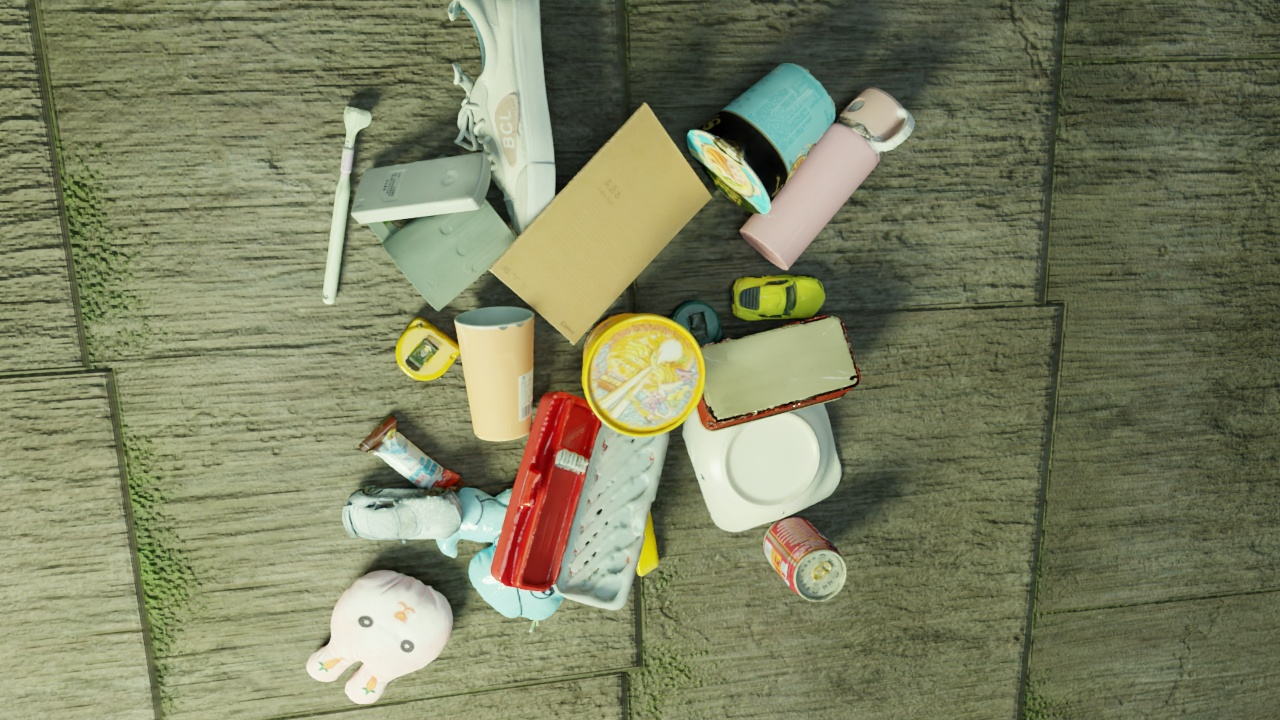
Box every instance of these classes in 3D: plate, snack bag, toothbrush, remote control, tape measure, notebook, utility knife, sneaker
[{"bbox_3d":[0.141,0.105,1.012,0.164,0.034,0.164,-21,104,-7],"label":"plate"},{"bbox_3d":[-0.234,0.106,0.940,0.048,0.026,0.104,-45,106,-8],"label":"snack bag"},{"bbox_3d":[-0.286,-0.146,0.881,0.029,0.020,0.190,15,101,14],"label":"toothbrush"},{"bbox_3d":[-0.203,-0.159,0.849,0.135,0.019,0.056,-4,61,20],"label":"remote control"},{"bbox_3d":[0.056,-0.036,0.969,0.058,0.025,0.054,-20,106,-8],"label":"tape measure"},{"bbox_3d":[-0.034,-0.127,0.897,0.211,0.012,0.149,-47,141,0],"label":"notebook"},{"bbox_3d":[-0.215,-0.008,0.918,0.060,0.029,0.057,38,93,-16],"label":"tape measure"},{"bbox_3d":[-0.006,0.165,1.004,0.033,0.015,0.154,-10,104,-3],"label":"utility knife"},{"bbox_3d":[-0.131,-0.223,0.860,0.090,0.089,0.242,-6,102,-8],"label":"sneaker"}]

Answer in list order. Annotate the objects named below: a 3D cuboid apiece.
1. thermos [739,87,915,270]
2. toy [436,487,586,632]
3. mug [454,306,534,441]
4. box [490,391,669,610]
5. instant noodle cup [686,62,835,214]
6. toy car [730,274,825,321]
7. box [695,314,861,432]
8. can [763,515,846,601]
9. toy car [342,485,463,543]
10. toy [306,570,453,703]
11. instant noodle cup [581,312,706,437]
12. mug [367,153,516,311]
[{"bbox_3d":[0.194,-0.184,0.935,0.198,0.087,0.067,-48,126,2],"label":"thermos"},{"bbox_3d":[-0.134,0.210,0.971,0.161,0.050,0.156,1,99,-7],"label":"toy"},{"bbox_3d":[-0.141,0.014,0.917,0.078,0.078,0.123,-6,108,-10],"label":"mug"},{"bbox_3d":[-0.061,0.143,0.944,0.159,0.065,0.201,20,80,-24],"label":"box"},{"bbox_3d":[0.126,-0.225,0.908,0.120,0.111,0.111,-45,106,-6],"label":"instant noodle cup"},{"bbox_3d":[0.149,-0.066,0.978,0.105,0.032,0.048,-3,102,-13],"label":"toy car"},{"bbox_3d":[0.137,0.010,0.954,0.168,0.078,0.091,-14,78,-9],"label":"box"},{"bbox_3d":[0.181,0.218,1.012,0.066,0.094,0.066,-2,102,-11],"label":"can"},{"bbox_3d":[-0.240,0.157,0.929,0.121,0.036,0.054,-2,115,5],"label":"toy car"},{"bbox_3d":[-0.273,0.292,0.960,0.121,0.054,0.159,35,101,-16],"label":"toy"},{"bbox_3d":[-0.005,0.005,0.919,0.118,0.114,0.118,-2,101,-11],"label":"instant noodle cup"},{"bbox_3d":[-0.192,-0.126,0.879,0.103,0.084,0.124,-38,81,-3],"label":"mug"}]
